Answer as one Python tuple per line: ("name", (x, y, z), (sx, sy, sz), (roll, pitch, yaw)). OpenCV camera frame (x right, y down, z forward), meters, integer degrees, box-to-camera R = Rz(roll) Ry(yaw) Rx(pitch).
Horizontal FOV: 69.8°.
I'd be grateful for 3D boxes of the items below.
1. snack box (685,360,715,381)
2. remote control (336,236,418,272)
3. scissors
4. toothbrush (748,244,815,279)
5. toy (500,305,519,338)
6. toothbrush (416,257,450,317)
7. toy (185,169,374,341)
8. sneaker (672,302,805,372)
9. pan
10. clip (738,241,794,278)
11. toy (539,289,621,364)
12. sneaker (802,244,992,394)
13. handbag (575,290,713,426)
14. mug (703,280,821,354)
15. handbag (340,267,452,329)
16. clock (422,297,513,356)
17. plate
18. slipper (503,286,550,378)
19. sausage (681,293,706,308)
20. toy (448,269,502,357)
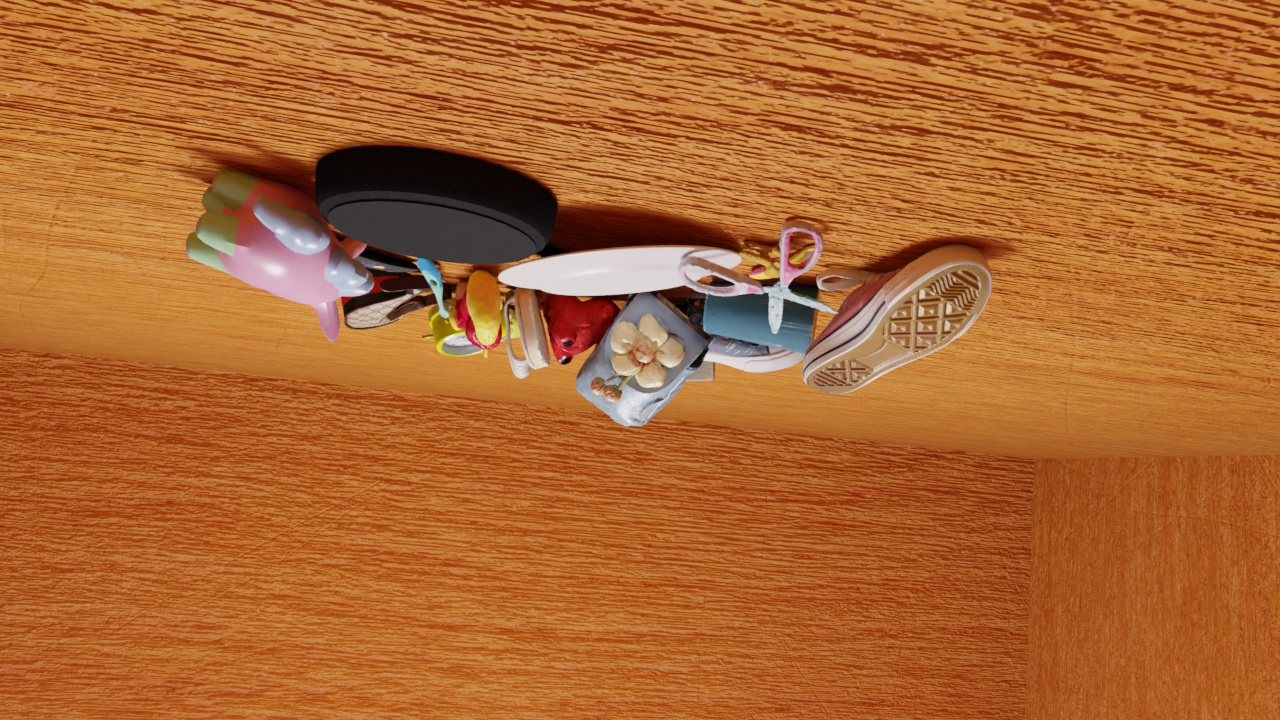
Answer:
("snack box", (0.028, -0.006, 1.279), (0.144, 0.043, 0.145), (-3, -166, 1))
("remote control", (-0.313, -0.118, 1.021), (0.041, 0.020, 0.151), (0, 171, 32))
("scissors", (0.109, -0.072, 0.850), (0.168, 0.014, 0.171), (-1, 151, 5))
("toothbrush", (0.140, -0.093, 0.909), (0.021, 0.016, 0.136), (3, 173, -19))
("toy", (-0.210, -0.058, 1.299), (0.092, 0.043, 0.118), (0, 168, 12))
("toothbrush", (-0.245, -0.090, 1.098), (0.022, 0.017, 0.135), (10, 153, 7))
("toy", (-0.321, -0.103, 0.849), (0.171, 0.120, 0.223), (21, 166, -29))
("sneaker", (0.095, -0.043, 1.153), (0.236, 0.087, 0.079), (3, 143, 19))
("pan", (-0.141, -0.114, 0.854), (0.204, 0.044, 0.355), (1, 170, 27))
("clip", (0.120, -0.101, 0.864), (0.045, 0.048, 0.054), (-39, 178, -8))
("toy", (-0.066, -0.064, 1.175), (0.132, 0.094, 0.088), (-17, 151, -28))
("sneaker", (0.243, -0.052, 0.898), (0.118, 0.087, 0.242), (21, 145, -20))
("handbag", (-0.007, 0.007, 1.107), (0.122, 0.118, 0.192), (41, 133, 1))
("mug", (0.134, -0.053, 1.017), (0.121, 0.078, 0.078), (9, 173, 12))
("handbag", (-0.312, -0.084, 1.177), (0.138, 0.063, 0.167), (-10, 173, -20))
("clock", (-0.225, -0.044, 1.216), (0.119, 0.057, 0.083), (7, 149, -43))
("plate", (-0.019, -0.084, 0.917), (0.242, 0.016, 0.242), (-4, 177, 0))
("slipper", (-0.146, -0.036, 1.179), (0.054, 0.114, 0.272), (-7, 180, -3))
("sausage", (0.126, -0.068, 1.086), (0.155, 0.020, 0.020), (4, 172, 12))
("toy", (-0.192, -0.056, 1.108), (0.067, 0.105, 0.137), (-5, -175, -19))
